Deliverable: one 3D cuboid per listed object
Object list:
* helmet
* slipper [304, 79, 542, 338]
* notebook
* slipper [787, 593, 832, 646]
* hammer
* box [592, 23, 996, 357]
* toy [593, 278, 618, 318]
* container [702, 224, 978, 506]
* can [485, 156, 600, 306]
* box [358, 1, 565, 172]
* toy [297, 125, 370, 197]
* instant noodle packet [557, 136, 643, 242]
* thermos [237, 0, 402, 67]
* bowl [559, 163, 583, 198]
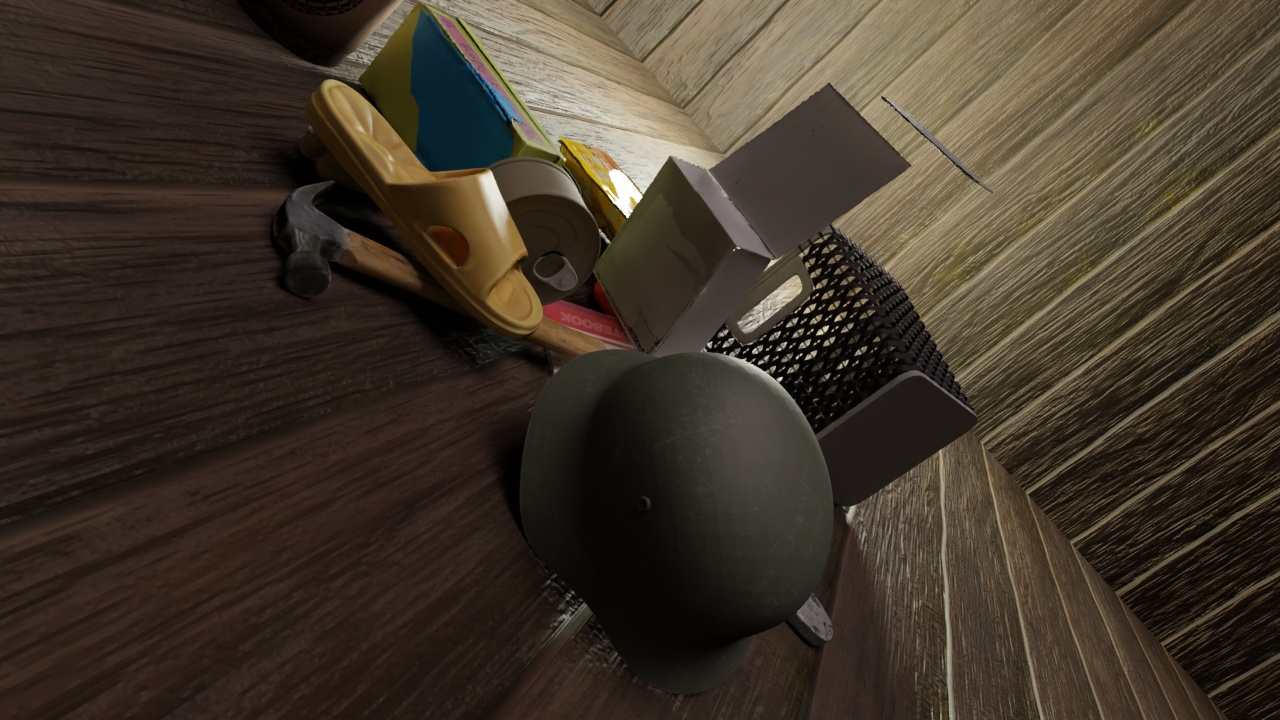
[{"bbox_3d":[0.051,0.101,0.666,0.226,0.154,0.267,2,74,-40],"label":"helmet"},{"bbox_3d":[-0.160,-0.136,0.756,0.263,0.078,0.099,47,17,-5],"label":"slipper"},{"bbox_3d":[-0.006,0.006,0.943,0.208,0.012,0.153,16,35,-29],"label":"notebook"},{"bbox_3d":[0.110,0.162,0.912,0.269,0.055,0.098,49,17,0],"label":"slipper"},{"bbox_3d":[-0.152,-0.055,0.779,0.330,0.033,0.132,24,28,-43],"label":"hammer"},{"bbox_3d":[0.128,-0.180,0.937,0.108,0.419,0.166,28,26,-46],"label":"box"},{"bbox_3d":[-0.016,-0.064,1.088,0.091,0.045,0.135,36,16,-25],"label":"toy"},{"bbox_3d":[0.266,0.020,1.234,0.245,0.248,0.243,27,32,-46],"label":"container"},{"bbox_3d":[-0.109,-0.123,0.881,0.127,0.128,0.073,31,24,-40],"label":"can"},{"bbox_3d":[-0.191,-0.256,0.976,0.221,0.125,0.079,52,22,16],"label":"box"},{"bbox_3d":[-0.252,-0.176,0.809,0.092,0.043,0.117,53,23,4],"label":"toy"},{"bbox_3d":[-0.030,-0.195,1.191,0.163,0.084,0.221,54,7,13],"label":"instant noodle packet"},{"bbox_3d":[-0.292,-0.426,0.926,0.172,0.227,0.172,41,20,-19],"label":"thermos"},{"bbox_3d":[-0.134,-0.212,1.092,0.120,0.066,0.120,41,20,-19],"label":"bowl"}]
